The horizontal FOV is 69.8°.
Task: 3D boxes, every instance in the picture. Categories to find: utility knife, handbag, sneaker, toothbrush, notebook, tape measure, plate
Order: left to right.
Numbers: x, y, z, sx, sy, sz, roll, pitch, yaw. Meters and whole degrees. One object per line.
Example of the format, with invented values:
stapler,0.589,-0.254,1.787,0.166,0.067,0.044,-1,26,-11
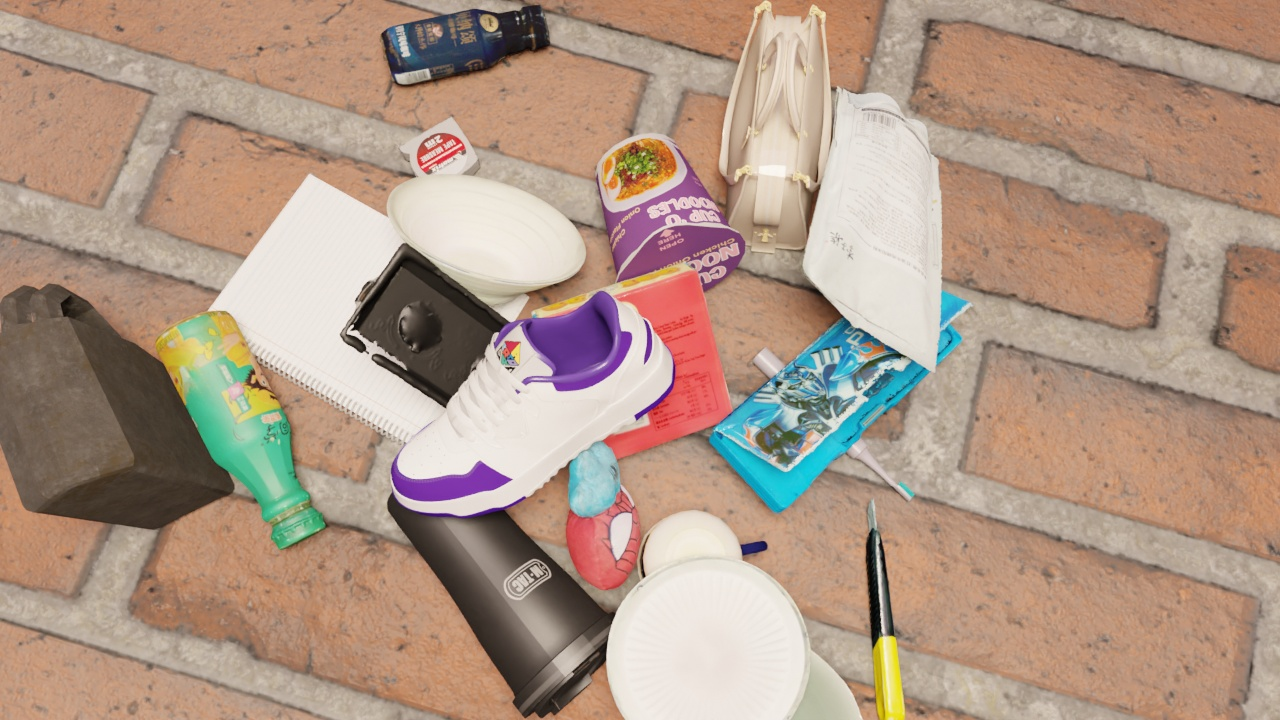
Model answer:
handbag,-0.442,0.029,0.728,0.102,0.197,0.199,-26,77,-8
notebook,-0.255,-0.045,0.848,0.245,0.013,0.177,29,76,5
tape measure,-0.191,-0.194,0.882,0.060,0.020,0.062,-33,80,-9
sneaker,-0.094,0.030,0.695,0.244,0.111,0.091,-30,50,-1
plate,0.052,0.227,0.704,0.157,0.014,0.157,0,88,-3
handbag,0.121,-0.216,0.804,0.101,0.198,0.194,6,76,7
toothbrush,0.175,0.059,0.832,0.019,0.018,0.188,-43,81,-17
utility knife,0.207,0.213,0.789,0.020,0.029,0.187,-1,76,-7

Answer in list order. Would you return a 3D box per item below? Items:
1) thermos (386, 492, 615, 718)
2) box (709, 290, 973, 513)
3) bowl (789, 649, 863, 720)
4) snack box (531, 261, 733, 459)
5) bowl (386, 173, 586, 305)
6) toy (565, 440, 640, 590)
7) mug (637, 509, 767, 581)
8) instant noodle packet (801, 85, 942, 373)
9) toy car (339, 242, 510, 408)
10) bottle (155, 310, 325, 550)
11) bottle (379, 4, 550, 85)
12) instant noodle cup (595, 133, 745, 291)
thermos,-0.115,0.180,0.755,0.105,0.106,0.218,-40,75,-11
box,0.179,0.015,0.791,0.243,0.085,0.092,-39,80,-20
bowl,0.090,0.306,0.742,0.174,0.068,0.174,0,76,0
snack box,-0.005,0.005,0.793,0.142,0.040,0.145,-18,110,-6
bowl,-0.141,-0.097,0.819,0.176,0.058,0.176,16,34,-11
toy,-0.033,0.125,0.761,0.062,0.092,0.133,-5,113,2
mug,0.055,0.165,0.765,0.112,0.089,0.085,-11,76,-5
instant noodle packet,0.209,-0.126,0.806,0.147,0.057,0.268,30,52,-17
toy car,-0.163,-0.008,0.780,0.191,0.071,0.094,38,74,-34
bottle,-0.338,0.062,0.788,0.068,0.068,0.209,-29,86,-9
bottle,-0.169,-0.310,0.894,0.160,0.056,0.056,-14,77,-6
instant noodle cup,0.014,-0.135,0.825,0.122,0.137,0.121,-23,67,5
